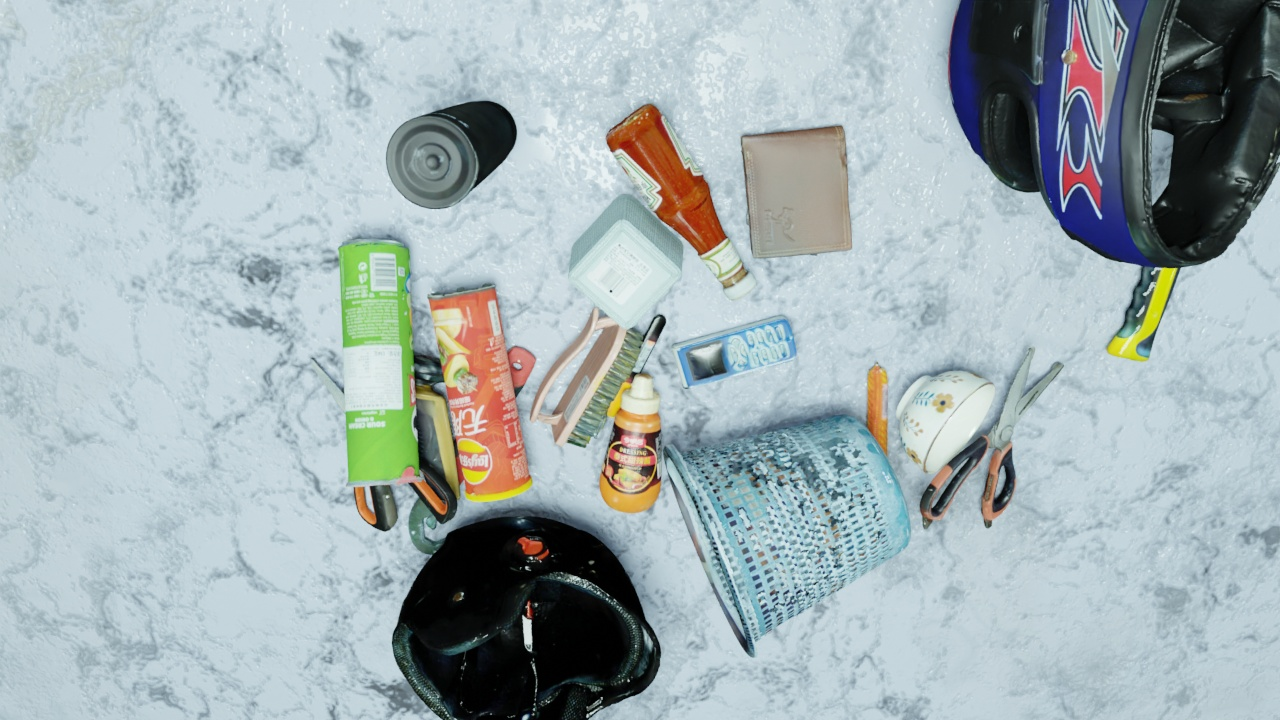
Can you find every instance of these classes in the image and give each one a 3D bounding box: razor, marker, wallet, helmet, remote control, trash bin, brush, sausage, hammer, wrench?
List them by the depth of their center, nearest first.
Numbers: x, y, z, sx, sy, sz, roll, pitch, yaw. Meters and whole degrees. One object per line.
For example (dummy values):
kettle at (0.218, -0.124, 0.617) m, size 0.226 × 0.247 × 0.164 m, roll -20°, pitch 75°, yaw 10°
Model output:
helmet at (0.376, -0.245, 0.750) m, size 0.247 × 0.240 × 0.316 m, roll 1°, pitch 103°, yaw -28°
hammer at (0.535, -0.152, 0.896) m, size 0.126 × 0.031 × 0.324 m, roll 9°, pitch 109°, yaw -2°
wallet at (0.152, -0.163, 0.899) m, size 0.101 × 0.032 × 0.125 m, roll -6°, pitch 109°, yaw 6°
trash bin at (0.154, 0.157, 0.932) m, size 0.195 × 0.226 × 0.227 m, roll -21°, pitch 108°, yaw -5°
brush at (-0.055, 0.016, 0.948) m, size 0.073 × 0.063 × 0.146 m, roll 25°, pitch 108°, yaw -19°
helmet at (-0.117, 0.273, 0.954) m, size 0.275 × 0.229 × 0.234 m, roll -11°, pitch 124°, yaw 6°
remote control at (0.098, -0.009, 0.957) m, size 0.125 × 0.024 × 0.049 m, roll -15°, pitch 109°, yaw 5°
marker at (-0.006, 0.006, 0.969) m, size 0.018 × 0.015 × 0.124 m, roll 19°, pitch 108°, yaw -30°
razor at (-0.217, 0.072, 0.971) m, size 0.067 × 0.062 × 0.167 m, roll -18°, pitch 108°, yaw -29°
sausage at (0.255, 0.080, 0.988) m, size 0.021 × 0.021 × 0.165 m, roll -4°, pitch 109°, yaw 2°
wrench at (-0.188, 0.101, 1.004) m, size 0.056 × 0.016 × 0.274 m, roll 27°, pitch 108°, yaw -6°

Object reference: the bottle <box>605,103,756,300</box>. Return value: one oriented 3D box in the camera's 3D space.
bottle at (0.045, -0.148, 0.890) m, size 0.060 × 0.059 × 0.206 m, roll -33°, pitch 106°, yaw 11°

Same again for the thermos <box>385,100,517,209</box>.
thermos at (-0.163, -0.184, 0.783) m, size 0.090 × 0.242 × 0.068 m, roll 6°, pitch 109°, yaw -3°

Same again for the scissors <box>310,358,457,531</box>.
scissors at (-0.273, 0.094, 0.974) m, size 0.229 × 0.021 × 0.221 m, roll 29°, pitch 125°, yaw 19°

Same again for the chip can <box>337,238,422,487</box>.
chip can at (-0.254, 0.004, 0.894) m, size 0.072 × 0.072 × 0.236 m, roll -4°, pitch 85°, yaw 2°

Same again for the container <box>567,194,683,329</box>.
container at (-0.013, -0.094, 0.882) m, size 0.090 × 0.111 × 0.090 m, roll 41°, pitch 104°, yaw -13°

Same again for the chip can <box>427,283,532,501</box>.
chip can at (-0.162, 0.033, 0.934) m, size 0.073 × 0.073 × 0.217 m, roll -8°, pitch 101°, yaw 3°

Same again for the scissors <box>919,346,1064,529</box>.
scissors at (0.372, 0.094, 0.970) m, size 0.188 × 0.015 × 0.226 m, roll -21°, pitch 121°, yaw -17°

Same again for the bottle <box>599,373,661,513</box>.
bottle at (-0.005, 0.085, 0.971) m, size 0.067 × 0.066 × 0.150 m, roll 7°, pitch 108°, yaw -2°

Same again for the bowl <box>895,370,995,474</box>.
bowl at (0.305, 0.054, 0.946) m, size 0.062 × 0.113 × 0.114 m, roll 41°, pitch 111°, yaw 32°
